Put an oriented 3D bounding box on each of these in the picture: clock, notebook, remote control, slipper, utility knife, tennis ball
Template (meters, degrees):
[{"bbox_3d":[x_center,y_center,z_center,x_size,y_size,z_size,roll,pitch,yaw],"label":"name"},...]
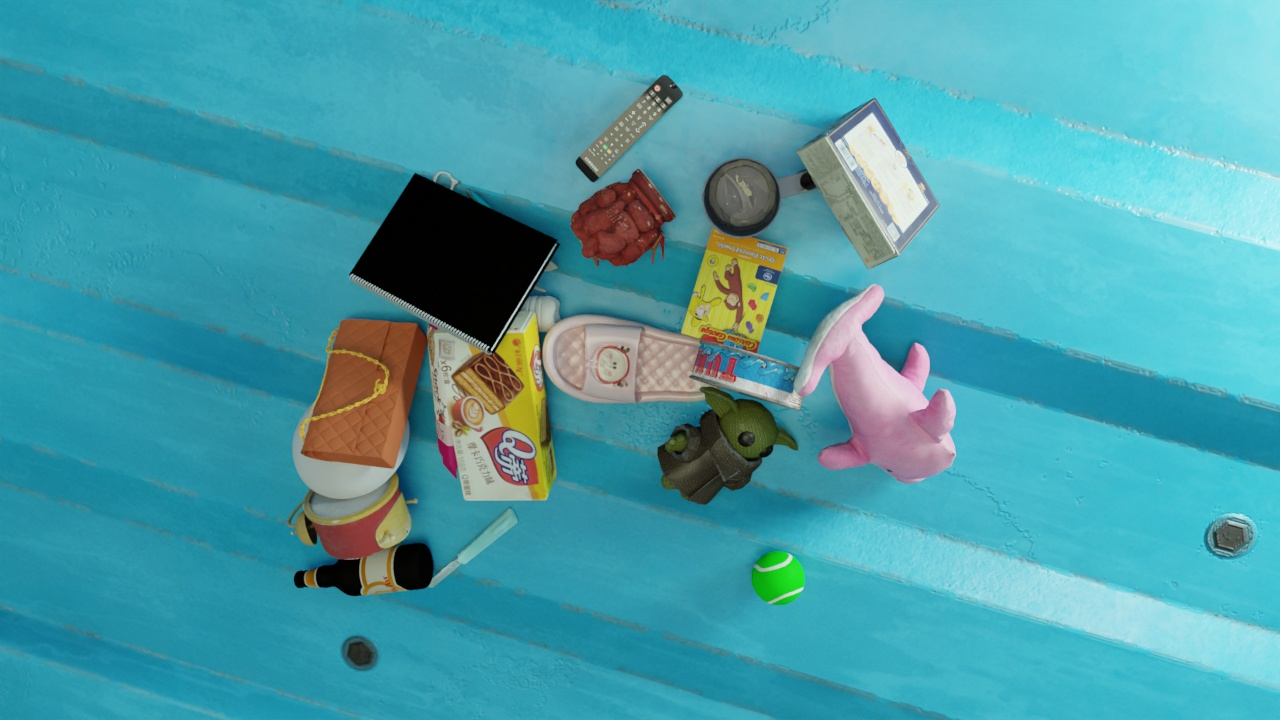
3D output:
[{"bbox_3d":[-0.367,0.195,1.157,0.159,0.116,0.081,-2,121,15],"label":"clock"},{"bbox_3d":[-0.215,-0.113,1.047,0.207,0.016,0.149,27,80,18],"label":"notebook"},{"bbox_3d":[-0.014,-0.264,1.050,0.147,0.015,0.033,-42,95,15],"label":"remote control"},{"bbox_3d":[-0.006,0.006,1.089,0.221,0.055,0.107,6,105,-4],"label":"slipper"},{"bbox_3d":[-0.224,0.251,1.203,0.166,0.015,0.022,-40,95,12],"label":"utility knife"},{"bbox_3d":[0.170,0.269,1.132,0.065,0.065,0.065,2,104,7],"label":"tennis ball"}]

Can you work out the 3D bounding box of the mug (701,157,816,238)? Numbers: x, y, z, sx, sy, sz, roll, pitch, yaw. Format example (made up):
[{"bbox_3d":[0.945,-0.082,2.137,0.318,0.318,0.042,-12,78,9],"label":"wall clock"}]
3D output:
[{"bbox_3d":[0.131,-0.186,1.005,0.124,0.103,0.084,-14,101,10],"label":"mug"}]

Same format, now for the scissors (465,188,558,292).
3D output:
[{"bbox_3d":[-0.178,-0.134,1.089,0.124,0.019,0.155,-26,95,7],"label":"scissors"}]

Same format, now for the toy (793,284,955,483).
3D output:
[{"bbox_3d":[0.281,0.049,1.008,0.186,0.128,0.265,-48,120,-16],"label":"toy"}]

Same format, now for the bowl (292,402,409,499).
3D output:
[{"bbox_3d":[-0.363,0.092,1.127,0.149,0.043,0.149,-3,66,6],"label":"bowl"}]

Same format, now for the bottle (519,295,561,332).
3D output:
[{"bbox_3d":[-0.166,-0.056,1.106,0.136,0.044,0.044,0,104,7],"label":"bottle"}]

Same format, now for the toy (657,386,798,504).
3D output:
[{"bbox_3d":[0.093,0.107,1.081,0.153,0.078,0.179,-40,130,23],"label":"toy"}]

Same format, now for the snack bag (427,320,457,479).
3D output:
[{"bbox_3d":[-0.245,0.045,1.133,0.016,0.070,0.197,-9,105,-26],"label":"snack bag"}]

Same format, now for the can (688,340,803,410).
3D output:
[{"bbox_3d":[0.122,0.017,1.023,0.130,0.130,0.044,17,89,3],"label":"can"}]

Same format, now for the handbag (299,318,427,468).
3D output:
[{"bbox_3d":[-0.334,0.034,1.096,0.109,0.060,0.171,5,66,9],"label":"handbag"}]

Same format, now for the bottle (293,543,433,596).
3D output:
[{"bbox_3d":[-0.368,0.279,1.207,0.182,0.059,0.059,-8,102,9],"label":"bottle"}]

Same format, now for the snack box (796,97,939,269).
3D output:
[{"bbox_3d":[0.244,-0.190,0.970,0.043,0.144,0.144,-26,100,43],"label":"snack box"}]

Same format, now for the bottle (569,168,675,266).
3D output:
[{"bbox_3d":[-0.019,-0.151,1.045,0.111,0.099,0.099,-37,97,4],"label":"bottle"}]

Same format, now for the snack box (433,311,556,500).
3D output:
[{"bbox_3d":[-0.169,0.057,1.102,0.110,0.061,0.230,-1,116,8],"label":"snack box"}]

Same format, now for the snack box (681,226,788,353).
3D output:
[{"bbox_3d":[0.107,-0.078,1.051,0.088,0.040,0.126,17,90,3],"label":"snack box"}]

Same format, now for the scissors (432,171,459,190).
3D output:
[{"bbox_3d":[-0.222,-0.155,1.105,0.175,0.014,0.142,4,102,4],"label":"scissors"}]
